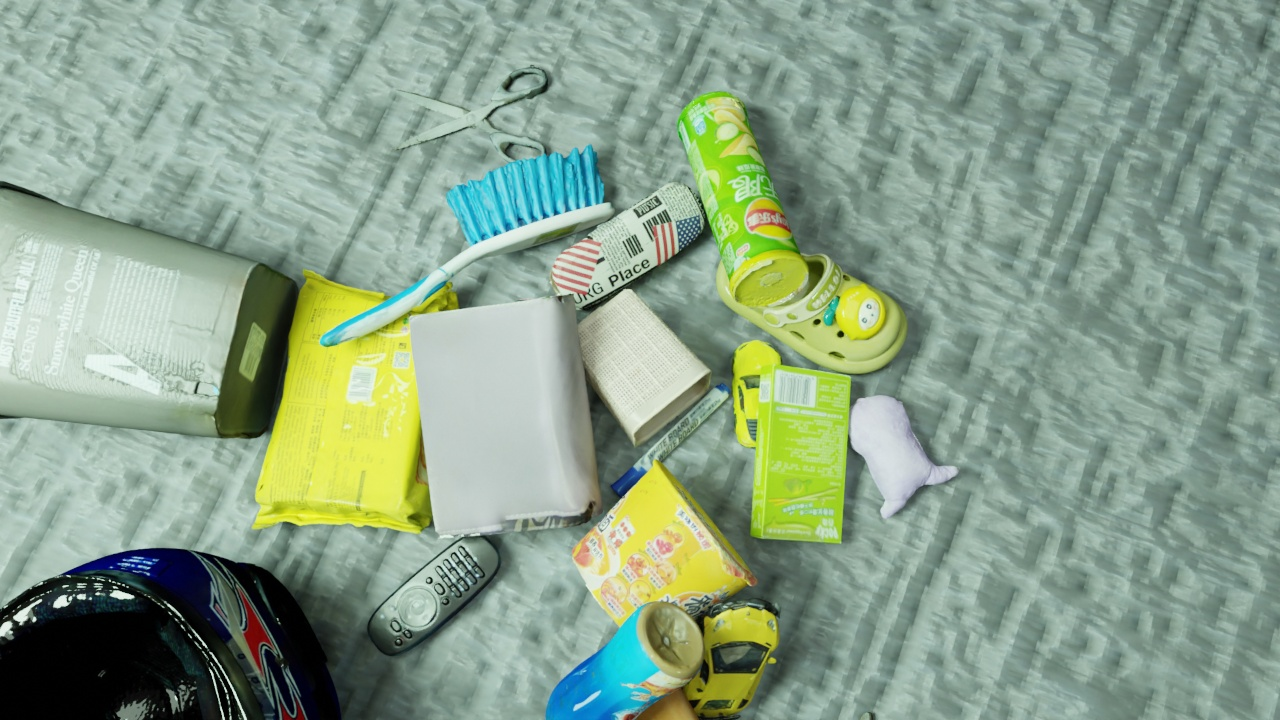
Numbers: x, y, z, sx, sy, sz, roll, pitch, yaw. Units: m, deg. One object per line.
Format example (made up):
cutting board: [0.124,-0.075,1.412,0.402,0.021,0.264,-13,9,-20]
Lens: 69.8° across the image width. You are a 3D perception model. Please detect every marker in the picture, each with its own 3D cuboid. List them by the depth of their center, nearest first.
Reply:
marker: [0.030,0.075,0.865,0.145,0.017,0.017,-43,81,-9]

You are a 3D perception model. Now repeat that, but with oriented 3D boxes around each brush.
brush: [-0.160,-0.111,0.854,0.313,0.061,0.109,-21,87,-23]

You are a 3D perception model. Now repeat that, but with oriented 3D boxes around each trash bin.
trash bin: [-0.440,-0.026,0.801,0.220,0.199,0.199,12,85,-3]

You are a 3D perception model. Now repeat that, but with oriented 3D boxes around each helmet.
helmet: [-0.345,0.295,0.698,0.247,0.240,0.315,-41,70,-9]

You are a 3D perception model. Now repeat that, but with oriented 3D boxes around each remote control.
remote control: [-0.185,0.211,0.831,0.136,0.024,0.053,-40,82,-7]

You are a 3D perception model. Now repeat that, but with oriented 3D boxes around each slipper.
slipper: [0.160,-0.055,0.863,0.190,0.081,0.091,26,81,8]

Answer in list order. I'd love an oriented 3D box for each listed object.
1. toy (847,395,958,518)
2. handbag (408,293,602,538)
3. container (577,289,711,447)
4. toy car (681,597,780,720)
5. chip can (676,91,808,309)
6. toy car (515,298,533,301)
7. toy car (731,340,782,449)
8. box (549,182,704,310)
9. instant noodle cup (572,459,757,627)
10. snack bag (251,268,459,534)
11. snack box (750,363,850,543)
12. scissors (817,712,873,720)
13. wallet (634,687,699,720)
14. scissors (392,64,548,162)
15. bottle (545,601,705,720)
toy: [0.235,0.080,0.852,0.084,0.039,0.108,-28,76,-6]
handbag: [-0.112,0.046,0.801,0.145,0.098,0.197,-6,92,25]
container: [-0.005,0.005,0.846,0.090,0.090,0.111,-38,78,-8]
toy car: [0.071,0.253,0.767,0.071,0.156,0.041,4,40,-12]
chip can: [0.091,-0.156,0.858,0.072,0.073,0.221,-13,59,-3]
toy car: [-0.109,0.002,0.873,0.056,0.037,0.122,10,90,8]
toy car: [0.112,0.031,0.868,0.048,0.032,0.105,-1,76,0]
box: [-0.010,-0.108,0.874,0.163,0.081,0.075,-33,85,-10]
instant noodle cup: [0.015,0.171,0.789,0.110,0.138,0.138,-39,80,-1]
snack bag: [-0.259,0.039,0.849,0.158,0.068,0.246,5,76,1]
snack box: [0.147,0.086,0.837,0.085,0.026,0.156,7,82,-20]
scissors: [0.204,0.425,0.789,0.221,0.015,0.189,35,80,8]
wallet: [0.011,0.325,0.777,0.108,0.031,0.131,-41,71,30]
scissors: [-0.168,-0.251,0.940,0.181,0.014,0.159,36,80,8]
bottle: [-0.031,0.271,0.741,0.065,0.219,0.065,24,39,-21]
